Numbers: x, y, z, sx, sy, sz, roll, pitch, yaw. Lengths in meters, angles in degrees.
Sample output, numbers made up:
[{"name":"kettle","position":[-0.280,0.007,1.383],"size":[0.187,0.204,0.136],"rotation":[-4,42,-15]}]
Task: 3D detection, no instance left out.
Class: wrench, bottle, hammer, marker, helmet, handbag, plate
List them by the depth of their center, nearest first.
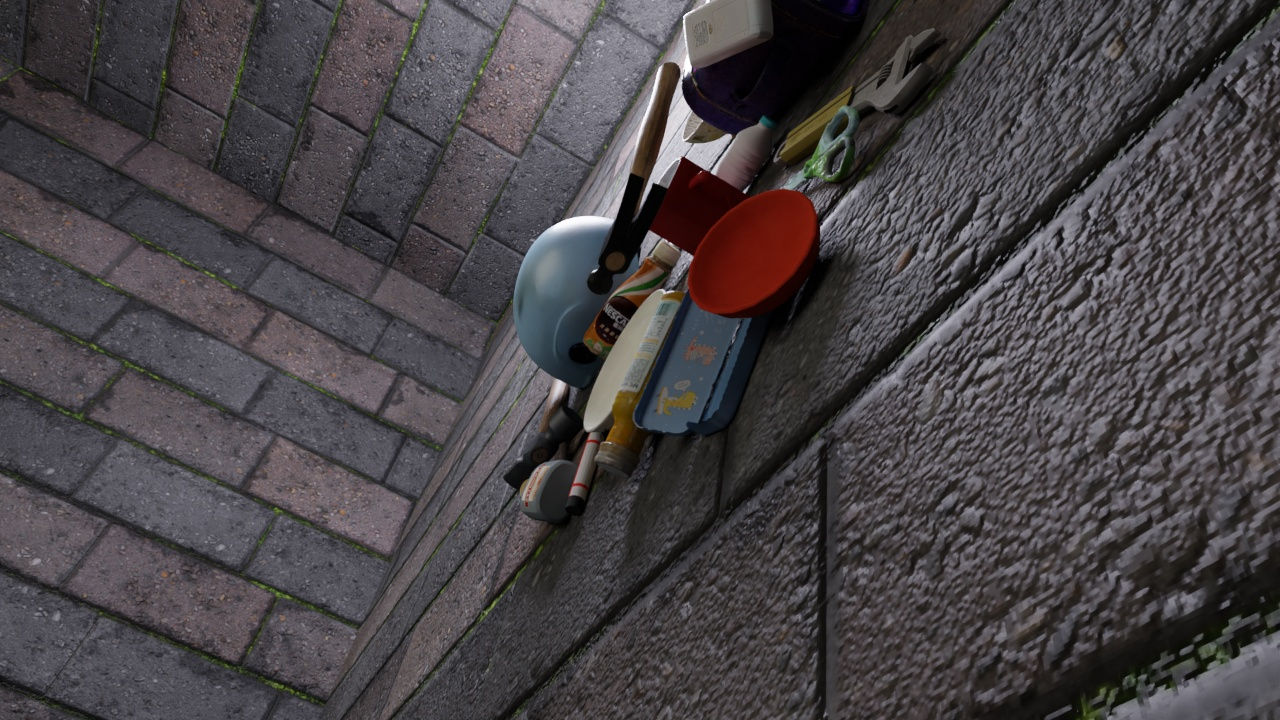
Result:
[{"name":"wrench","position":[0.182,-0.220,0.820],"size":[0.083,0.018,0.274],"rotation":[-65,13,-13]},{"name":"bottle","position":[0.011,0.023,0.893],"size":[0.185,0.053,0.053],"rotation":[-65,13,-17]},{"name":"hammer","position":[0.006,-0.224,1.007],"size":[0.133,0.040,0.304],"rotation":[126,162,-54]},{"name":"bottle","position":[0.109,-0.215,1.042],"size":[0.136,0.044,0.044],"rotation":[-55,14,25]},{"name":"plate","position":[-0.006,0.006,1.043],"size":[0.183,0.034,0.182],"rotation":[-57,13,21]},{"name":"handbag","position":[0.148,-0.376,1.044],"size":[0.205,0.125,0.221],"rotation":[-43,30,55]},{"name":"marker","position":[-0.058,0.114,1.052],"size":[0.019,0.019,0.145],"rotation":[-49,17,44]},{"name":"bottle","position":[-0.115,0.159,1.117],"size":[0.072,0.046,0.161],"rotation":[-65,13,-15]},{"name":"bottle","position":[-0.007,-0.076,1.172],"size":[0.167,0.059,0.059],"rotation":[-55,13,11]},{"name":"hammer","position":[-0.129,0.080,1.329],"size":[0.129,0.040,0.321],"rotation":[-47,10,12]},{"name":"helmet","position":[-0.100,-0.091,1.341],"size":[0.225,0.166,0.266],"rotation":[-91,18,-55]}]

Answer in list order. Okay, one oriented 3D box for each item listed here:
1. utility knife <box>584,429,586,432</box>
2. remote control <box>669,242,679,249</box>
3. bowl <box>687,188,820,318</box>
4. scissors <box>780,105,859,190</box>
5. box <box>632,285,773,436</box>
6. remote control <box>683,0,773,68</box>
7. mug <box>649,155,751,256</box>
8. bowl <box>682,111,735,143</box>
[{"name":"utility knife","position":[-0.038,0.008,1.216],"size":[0.031,0.015,0.197],"rotation":[-42,22,54]},{"name":"remote control","position":[0.044,-0.153,1.239],"size":[0.130,0.012,0.033],"rotation":[-64,13,-12]},{"name":"bowl","position":[0.098,-0.080,0.744],"size":[0.122,0.035,0.121],"rotation":[-27,42,28]},{"name":"scissors","position":[0.151,-0.171,0.822],"size":[0.174,0.033,0.065],"rotation":[138,135,-77]},{"name":"box","position":[0.073,-0.028,0.803],"size":[0.127,0.039,0.208],"rotation":[-11,49,54]},{"name":"remote control","position":[0.091,-0.356,0.975],"size":[0.139,0.025,0.060],"rotation":[4,105,60]},{"name":"mug","position":[0.067,-0.161,0.967],"size":[0.080,0.096,0.117],"rotation":[-66,13,-17]},{"name":"bowl","position":[0.120,-0.346,1.240],"size":[0.145,0.063,0.145],"rotation":[-56,14,21]}]
